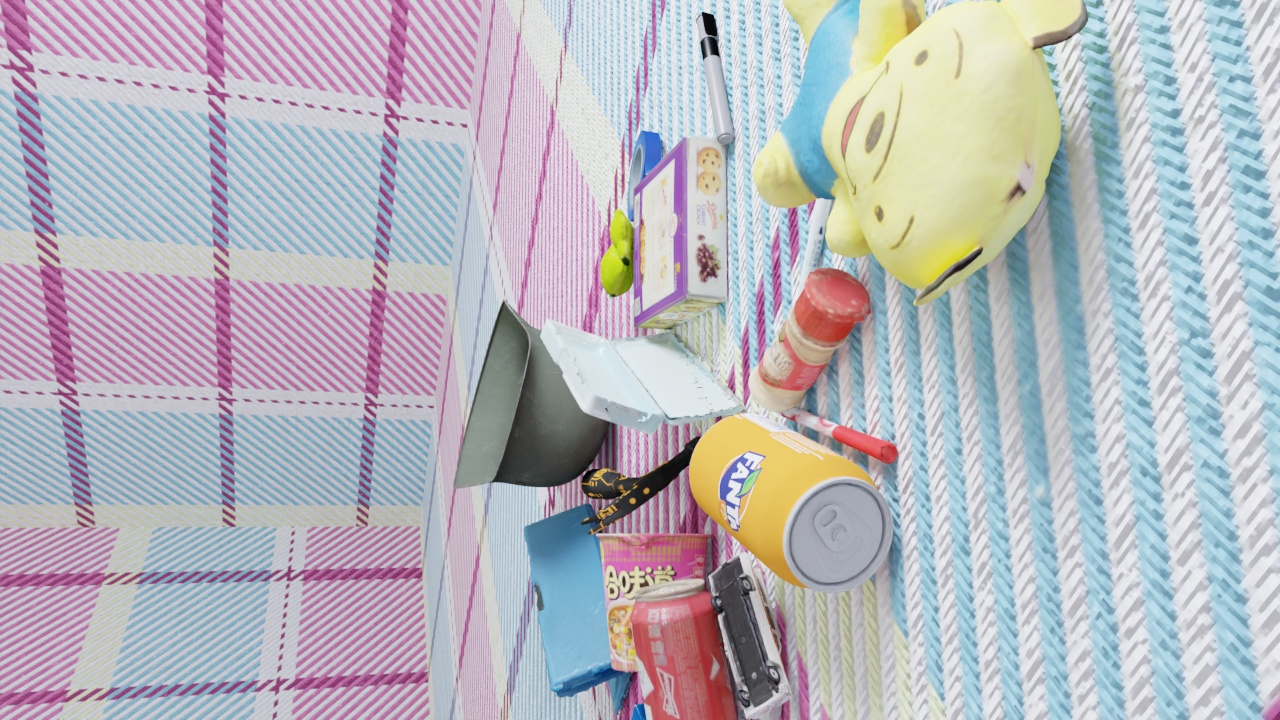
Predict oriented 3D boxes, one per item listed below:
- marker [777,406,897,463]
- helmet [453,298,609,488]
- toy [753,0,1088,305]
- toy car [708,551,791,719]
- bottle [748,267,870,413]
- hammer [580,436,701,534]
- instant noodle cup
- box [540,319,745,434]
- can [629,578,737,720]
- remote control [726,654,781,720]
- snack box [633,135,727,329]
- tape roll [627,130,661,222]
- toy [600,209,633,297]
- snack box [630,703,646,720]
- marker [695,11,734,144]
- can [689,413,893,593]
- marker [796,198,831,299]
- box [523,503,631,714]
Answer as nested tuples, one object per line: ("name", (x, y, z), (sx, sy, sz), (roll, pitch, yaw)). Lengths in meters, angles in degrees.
("marker", (0.121, 0.043, 0.590), (0.142, 0.012, 0.013), (-156, 70, -71))
("helmet", (-0.115, 0.058, 1.075), (0.268, 0.153, 0.227), (-154, 79, -79))
("toy", (0.134, -0.119, 0.465), (0.214, 0.084, 0.149), (-128, 43, -61))
("toy car", (0.081, 0.193, 0.649), (0.039, 0.039, 0.113), (-44, 40, 27))
("bottle", (0.107, -0.010, 0.594), (0.109, 0.044, 0.044), (115, 152, -49))
("hammer", (-0.024, 0.126, 0.916), (0.036, 0.123, 0.321), (55, 166, -1))
("instant noodle cup", (0.011, 0.199, 0.763), (0.098, 0.097, 0.108), (150, 121, -69))
("box", (-0.007, 0.010, 0.788), (0.197, 0.136, 0.049), (-129, 44, -64))
("can", (0.036, 0.253, 0.682), (0.067, 0.067, 0.170), (157, 104, -70))
("remote control", (0.074, 0.245, 0.701), (0.131, 0.012, 0.033), (158, 112, -70))
("snack box", (0.033, -0.111, 0.838), (0.148, 0.040, 0.143), (157, 115, -70))
("tape roll", (0.003, -0.192, 0.963), (0.093, 0.016, 0.091), (110, 162, -52))
("toy", (-0.021, -0.108, 0.941), (0.094, 0.036, 0.094), (-109, 24, -72))
("snack box", (0.021, 0.440, 0.762), (0.195, 0.056, 0.239), (-119, 37, -58))
("marker", (0.065, -0.248, 0.802), (0.016, 0.016, 0.140), (123, 145, -57))
("can", (0.089, 0.085, 0.572), (0.142, 0.079, 0.079), (-150, 65, -70))
("marker", (0.118, -0.078, 0.621), (0.011, 0.011, 0.152), (-129, 44, -64))
("box", (-0.063, 0.286, 1.051), (0.231, 0.094, 0.102), (-112, 1, -51))
